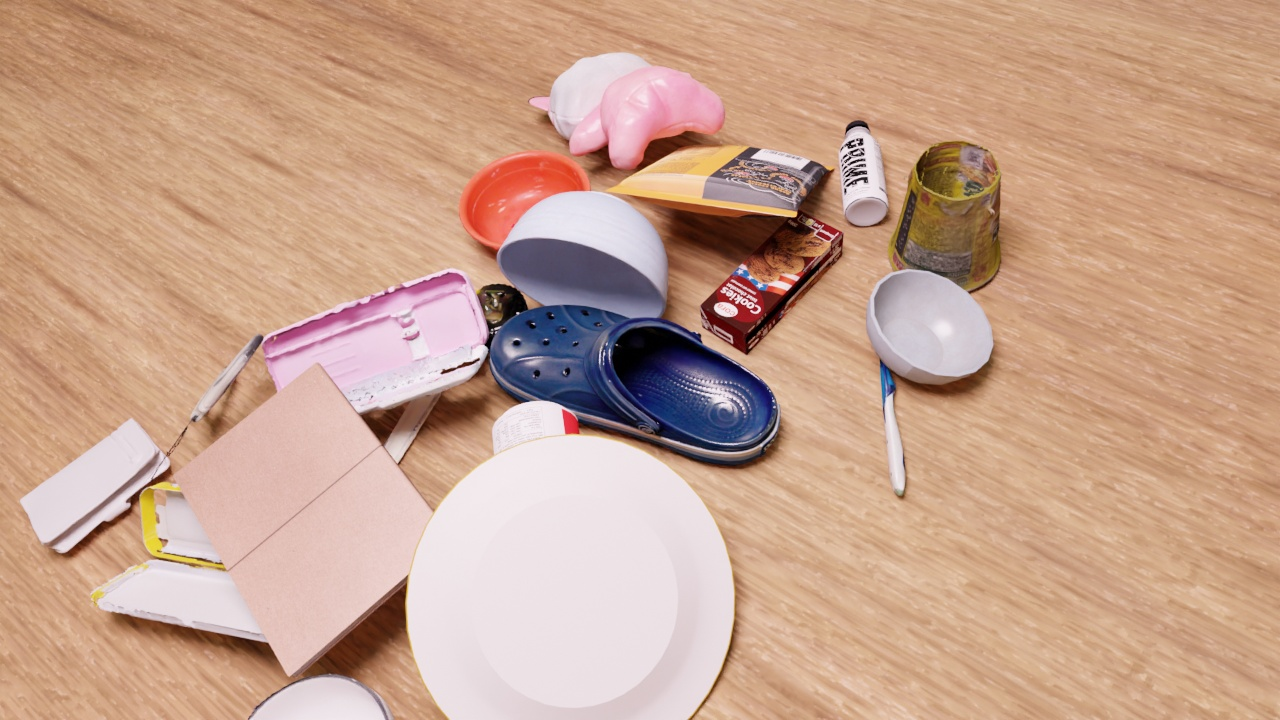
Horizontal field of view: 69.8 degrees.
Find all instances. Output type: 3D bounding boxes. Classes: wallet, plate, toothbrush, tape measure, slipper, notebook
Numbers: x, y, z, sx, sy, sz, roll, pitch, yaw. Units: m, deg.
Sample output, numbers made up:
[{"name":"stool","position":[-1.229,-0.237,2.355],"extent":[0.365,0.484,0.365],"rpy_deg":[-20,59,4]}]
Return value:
[{"name":"wallet","position":[-0.472,0.108,0.799],"extent":[0.116,0.032,0.086],"rpy_deg":[-41,49,-16]},{"name":"plate","position":[-0.046,0.164,0.633],"extent":[0.229,0.021,0.229],"rpy_deg":[2,78,-7]},{"name":"toothbrush","position":[0.207,0.026,0.754],"extent":[0.017,0.016,0.188],"rpy_deg":[5,56,0]},{"name":"tape measure","position":[-0.132,-0.040,0.838],"extent":[0.067,0.038,0.062],"rpy_deg":[3,56,12]},{"name":"slipper","position":[-0.004,0.004,0.752],"extent":[0.253,0.095,0.104],"rpy_deg":[19,63,14]},{"name":"notebook","position":[-0.249,0.109,0.686],"extent":[0.141,0.008,0.209],"rpy_deg":[-41,59,-11]}]

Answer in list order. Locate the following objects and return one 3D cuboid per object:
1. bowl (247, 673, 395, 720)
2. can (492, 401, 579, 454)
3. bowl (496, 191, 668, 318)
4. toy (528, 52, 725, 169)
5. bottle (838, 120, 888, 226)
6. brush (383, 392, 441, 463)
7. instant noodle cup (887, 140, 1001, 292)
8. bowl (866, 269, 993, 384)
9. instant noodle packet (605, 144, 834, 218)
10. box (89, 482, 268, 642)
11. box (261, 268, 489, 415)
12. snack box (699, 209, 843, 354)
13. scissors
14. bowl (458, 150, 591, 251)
[{"name":"bowl","position":[-0.210,0.277,0.615],"extent":[0.116,0.066,0.116],"rpy_deg":[-4,55,6]},{"name":"can","position":[-0.076,0.102,0.712],"extent":[0.070,0.070,0.132],"rpy_deg":[-12,55,1]},{"name":"bowl","position":[-0.040,-0.096,0.786],"extent":[0.151,0.151,0.074],"rpy_deg":[11,69,16]},{"name":"toy","position":[-0.017,-0.258,0.920],"extent":[0.141,0.084,0.213],"rpy_deg":[-26,30,-14]},{"name":"bottle","position":[0.212,-0.184,0.881],"extent":[0.041,0.041,0.115],"rpy_deg":[-2,56,8]},{"name":"brush","position":[-0.225,0.105,0.770],"extent":[0.033,0.012,0.217],"rpy_deg":[14,58,18]},{"name":"instant noodle cup","position":[0.267,-0.127,0.791],"extent":[0.102,0.108,0.102],"rpy_deg":[-5,56,8]},{"name":"bowl","position":[0.232,-0.022,0.757],"extent":[0.106,0.039,0.106],"rpy_deg":[7,56,-10]},{"name":"instant noodle packet","position":[0.081,-0.167,0.841],"extent":[0.160,0.032,0.220],"rpy_deg":[11,25,16]},{"name":"box","position":[-0.319,0.152,0.700],"extent":[0.210,0.084,0.080],"rpy_deg":[4,12,18]},{"name":"box","position":[-0.233,-0.002,0.773],"extent":[0.201,0.103,0.101],"rpy_deg":[-18,97,8]},{"name":"snack box","position":[0.119,-0.072,0.824],"extent":[0.051,0.032,0.140],"rpy_deg":[34,67,28]},{"name":"scissors","position":[-0.374,0.041,0.787],"extent":[0.157,0.012,0.169],"rpy_deg":[-51,21,3]},{"name":"bowl","position":[-0.110,-0.146,0.903],"extent":[0.130,0.045,0.130],"rpy_deg":[-4,55,6]}]
